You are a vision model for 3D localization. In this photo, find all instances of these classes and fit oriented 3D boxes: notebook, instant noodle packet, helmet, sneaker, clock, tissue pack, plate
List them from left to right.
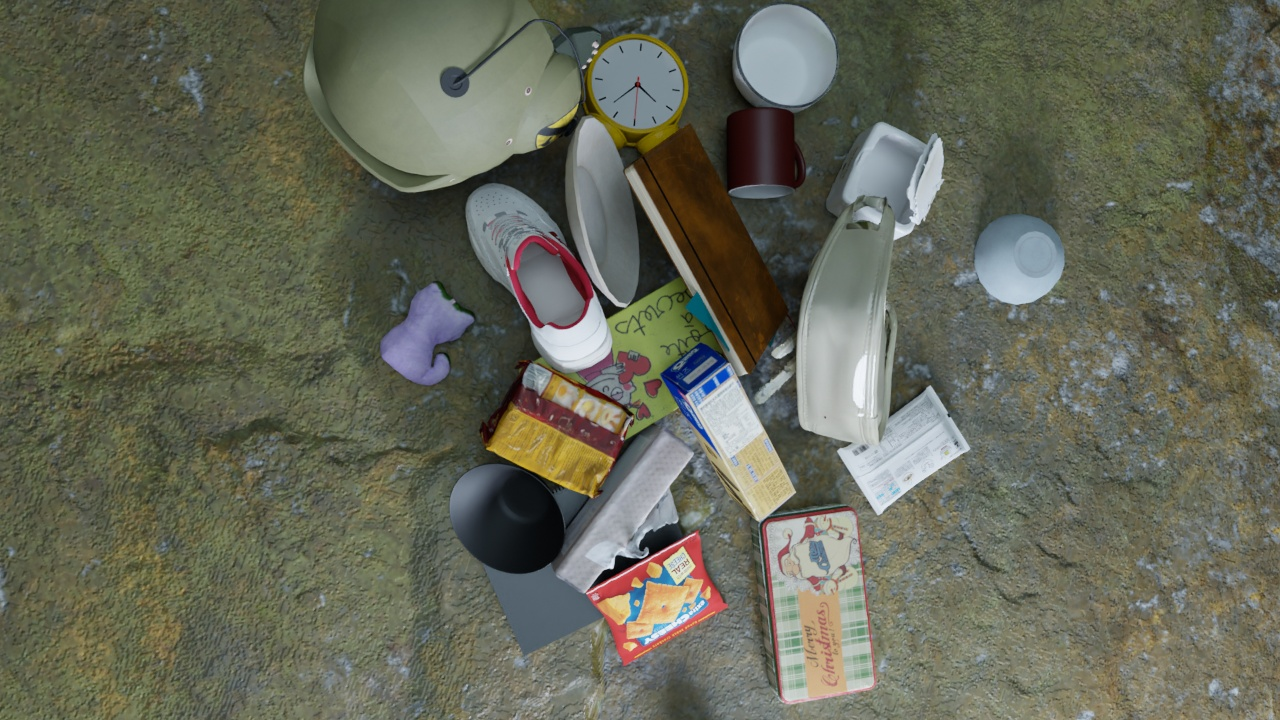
[{"bbox_3d":[-0.186,-0.274,0.847,0.232,0.256,0.250,-44,93,-10],"label":"helmet"},{"bbox_3d":[-0.109,-0.105,0.904,0.090,0.104,0.236,-26,66,-8],"label":"sneaker"},{"bbox_3d":[-0.080,0.065,0.896,0.135,0.040,0.098,27,84,-10],"label":"instant noodle packet"},{"bbox_3d":[-0.060,0.203,0.987,0.206,0.016,0.149,-24,93,-8],"label":"notebook"},{"bbox_3d":[-0.042,-0.145,0.907,0.027,0.188,0.188,-8,90,16],"label":"plate"},{"bbox_3d":[-0.015,0.153,0.935,0.071,0.104,0.181,42,83,-10],"label":"tissue pack"},{"bbox_3d":[-0.006,-0.278,0.989,0.113,0.052,0.152,6,84,-9],"label":"clock"},{"bbox_3d":[0.076,-0.106,0.933,0.014,0.178,0.249,-21,106,33],"label":"notebook"},{"bbox_3d":[0.299,0.101,1.038,0.134,0.026,0.087,-34,94,-8],"label":"instant noodle packet"}]

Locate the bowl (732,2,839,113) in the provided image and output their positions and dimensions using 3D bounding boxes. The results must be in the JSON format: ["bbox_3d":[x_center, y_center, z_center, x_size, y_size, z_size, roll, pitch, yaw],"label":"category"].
[{"bbox_3d":[0.152,-0.324,1.005,0.116,0.066,0.116,0,88,-9],"label":"bowl"}]

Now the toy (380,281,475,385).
[{"bbox_3d":[-0.219,-0.025,0.959,0.080,0.036,0.099,43,88,-15],"label":"toy"}]

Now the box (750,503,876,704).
[{"bbox_3d":[0.190,0.264,1.008,0.117,0.050,0.205,-5,90,-8],"label":"box"}]

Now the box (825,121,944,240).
[{"bbox_3d":[0.281,-0.198,0.992,0.103,0.130,0.110,27,87,-6],"label":"box"}]

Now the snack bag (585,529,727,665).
[{"bbox_3d":[0.019,0.249,0.962,0.130,0.039,0.144,-27,131,-8],"label":"snack bag"}]

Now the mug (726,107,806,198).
[{"bbox_3d":[0.143,-0.224,1.006,0.105,0.073,0.082,0,88,-37],"label":"mug"}]

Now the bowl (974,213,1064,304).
[{"bbox_3d":[0.444,-0.119,1.059,0.106,0.039,0.106,0,89,-9],"label":"bowl"}]

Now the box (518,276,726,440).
[{"bbox_3d":[-0.006,0.006,0.967,0.221,0.082,0.124,-28,93,-7],"label":"box"}]

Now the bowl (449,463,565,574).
[{"bbox_3d":[-0.126,0.149,0.931,0.124,0.052,0.124,6,111,15],"label":"bowl"}]

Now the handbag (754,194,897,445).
[{"bbox_3d":[0.201,-0.036,0.950,0.132,0.229,0.183,12,64,21],"label":"handbag"}]

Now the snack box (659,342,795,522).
[{"bbox_3d":[0.092,0.076,0.944,0.056,0.057,0.207,-37,126,-9],"label":"snack box"}]
